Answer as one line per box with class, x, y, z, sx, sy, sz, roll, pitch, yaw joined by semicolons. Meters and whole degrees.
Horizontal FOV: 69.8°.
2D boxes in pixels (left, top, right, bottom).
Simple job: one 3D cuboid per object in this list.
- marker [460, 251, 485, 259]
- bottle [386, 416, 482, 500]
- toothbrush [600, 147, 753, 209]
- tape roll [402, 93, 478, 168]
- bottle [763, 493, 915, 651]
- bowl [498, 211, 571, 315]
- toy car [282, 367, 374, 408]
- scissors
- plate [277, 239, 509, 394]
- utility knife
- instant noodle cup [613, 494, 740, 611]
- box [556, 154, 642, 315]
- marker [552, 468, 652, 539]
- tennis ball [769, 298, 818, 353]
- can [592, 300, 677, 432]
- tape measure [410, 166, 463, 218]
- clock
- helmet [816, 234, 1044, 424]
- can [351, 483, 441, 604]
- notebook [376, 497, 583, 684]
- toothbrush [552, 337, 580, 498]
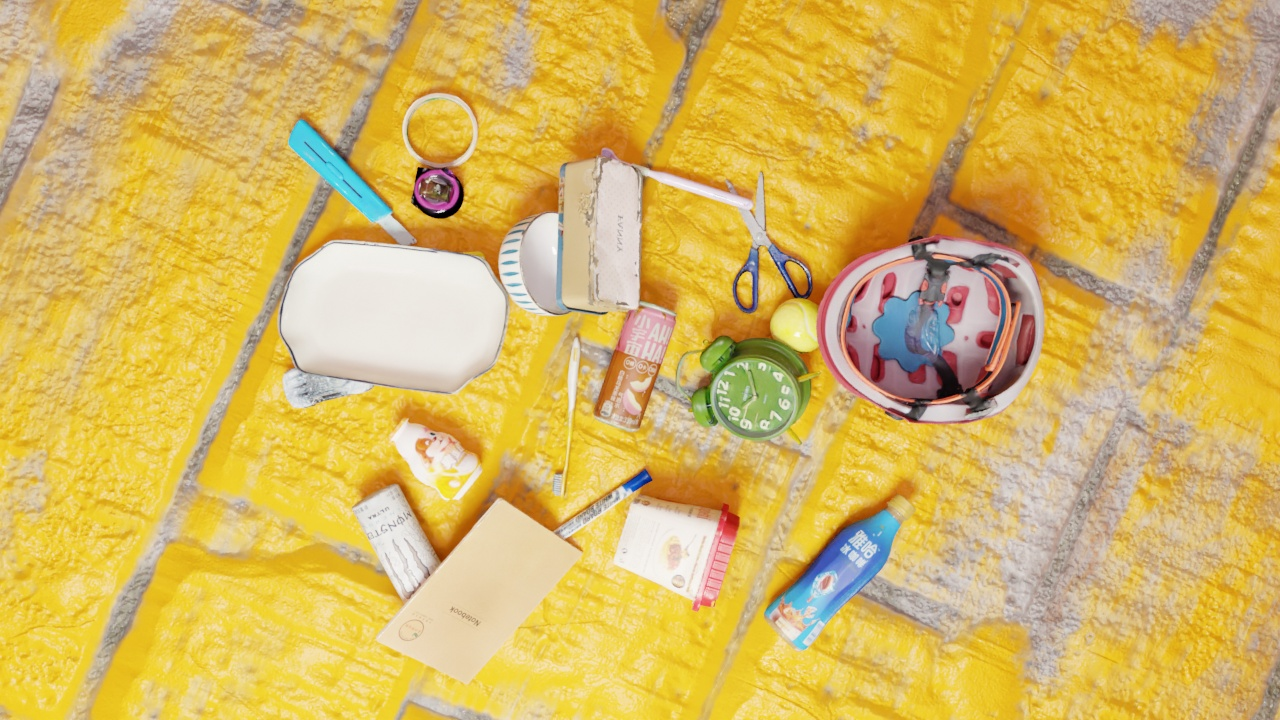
marker;-0.242;-0.113;1.066;0.124;0.015;0.018;-5;92;-1
bottle;-0.236;0.110;1.048;0.108;0.063;0.063;38;89;-5
toothbrush;0.042;-0.209;1.075;0.189;0.021;0.029;16;114;-2
tape roll;-0.231;-0.264;1.060;0.086;0.014;0.086;0;92;-4
bottle;0.240;0.245;1.087;0.065;0.065;0.218;43;88;-4
bowl;-0.117;-0.107;1.037;0.066;0.116;0.116;-1;93;38
toy car;-0.357;0.022;1.053;0.105;0.031;0.049;-15;94;-4
scissors;0.150;-0.135;1.093;0.160;0.012;0.163;23;89;-3
plate;-0.272;-0.047;1.025;0.266;0.034;0.162;7;78;9
utility knife;-0.330;-0.199;1.054;0.188;0.018;0.034;44;88;-6
instant noodle cup;0.041;0.212;1.054;0.124;0.116;0.116;16;91;8
box;-0.045;-0.132;1.029;0.061;0.089;0.184;1;85;39
marker;-0.050;0.176;1.088;0.146;0.017;0.017;-34;94;-2
tennis ball;0.185;-0.040;1.072;0.065;0.065;0.065;0;92;-4
can;-0.006;0.006;1.064;0.058;0.058;0.147;19;91;-5
tape measure;-0.232;-0.192;1.049;0.058;0.039;0.057;13;91;-5
clock;0.119;0.032;1.057;0.161;0.056;0.116;15;112;13
helmet;0.320;-0.034;1.047;0.240;0.144;0.207;6;90;9
can;-0.271;0.217;1.053;0.058;0.058;0.146;-28;93;-3
notebook;-0.179;0.267;1.049;0.207;0.008;0.148;-48;127;-2
toothbrush;-0.087;0.067;1.082;0.018;0.016;0.191;6;92;4
